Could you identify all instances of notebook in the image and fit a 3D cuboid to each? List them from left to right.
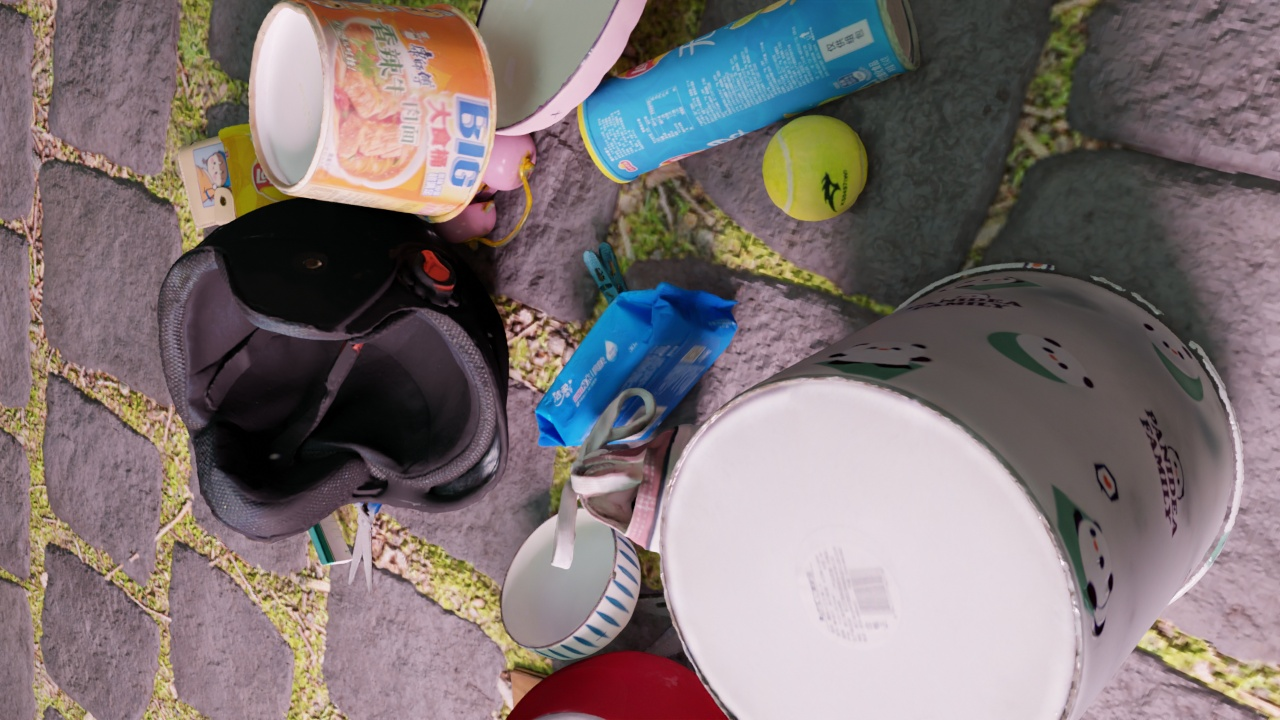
[{"bbox_3d":[-0.312,0.086,0.826,0.209,0.012,0.150,66,166,6],"label":"notebook"}]

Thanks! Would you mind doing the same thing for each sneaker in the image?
[{"bbox_3d":[-0.002,0.077,0.584,0.088,0.241,0.118,14,86,3],"label":"sneaker"}]

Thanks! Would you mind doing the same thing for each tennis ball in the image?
[{"bbox_3d":[0.109,-0.120,0.574,0.066,0.065,0.065,7,104,28],"label":"tennis ball"}]

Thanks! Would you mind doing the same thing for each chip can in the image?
[{"bbox_3d":[-0.318,-0.101,0.819,0.072,0.071,0.213,-2,101,30],"label":"chip can"},{"bbox_3d":[0.064,-0.180,0.584,0.211,0.071,0.071,-15,93,31],"label":"chip can"}]

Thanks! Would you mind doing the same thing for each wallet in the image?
[{"bbox_3d":[-0.393,-0.171,0.875,0.115,0.024,0.087,-4,94,29],"label":"wallet"},{"bbox_3d":[-0.066,0.327,0.799,0.115,0.020,0.101,4,101,32],"label":"wallet"}]

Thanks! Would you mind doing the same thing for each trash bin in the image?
[{"bbox_3d":[0.154,0.075,0.464,0.230,0.251,0.230,9,105,37],"label":"trash bin"}]

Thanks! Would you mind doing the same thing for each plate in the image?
[{"bbox_3d":[-0.050,-0.236,0.617,0.193,0.039,0.192,-24,56,42],"label":"plate"}]

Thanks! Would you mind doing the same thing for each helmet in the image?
[{"bbox_3d":[-0.216,-0.005,0.694,0.274,0.229,0.234,24,128,-7],"label":"helmet"},{"bbox_3d":[-0.001,0.320,0.690,0.207,0.143,0.240,-25,108,17],"label":"helmet"}]

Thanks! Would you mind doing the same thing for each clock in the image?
[{"bbox_3d":[-0.144,-0.157,0.714,0.158,0.059,0.117,49,118,14],"label":"clock"}]

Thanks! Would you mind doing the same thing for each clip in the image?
[{"bbox_3d":[-0.023,-0.061,0.689,0.013,0.037,0.055,-17,103,32],"label":"clip"}]

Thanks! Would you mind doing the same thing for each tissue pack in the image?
[{"bbox_3d":[-0.004,0.004,0.649,0.157,0.094,0.052,-51,58,27],"label":"tissue pack"}]

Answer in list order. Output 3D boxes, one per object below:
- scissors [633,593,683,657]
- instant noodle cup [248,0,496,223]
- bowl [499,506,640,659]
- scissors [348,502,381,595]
[{"bbox_3d":[0.077,0.176,0.687,0.189,0.015,0.224,28,114,22],"label":"scissors"},{"bbox_3d":[-0.184,-0.169,0.613,0.152,0.111,0.151,7,99,46],"label":"instant noodle cup"},{"bbox_3d":[-0.045,0.180,0.715,0.117,0.116,0.066,-22,133,31],"label":"bowl"},{"bbox_3d":[-0.254,0.146,0.871,0.144,0.012,0.170,-17,93,32],"label":"scissors"}]
